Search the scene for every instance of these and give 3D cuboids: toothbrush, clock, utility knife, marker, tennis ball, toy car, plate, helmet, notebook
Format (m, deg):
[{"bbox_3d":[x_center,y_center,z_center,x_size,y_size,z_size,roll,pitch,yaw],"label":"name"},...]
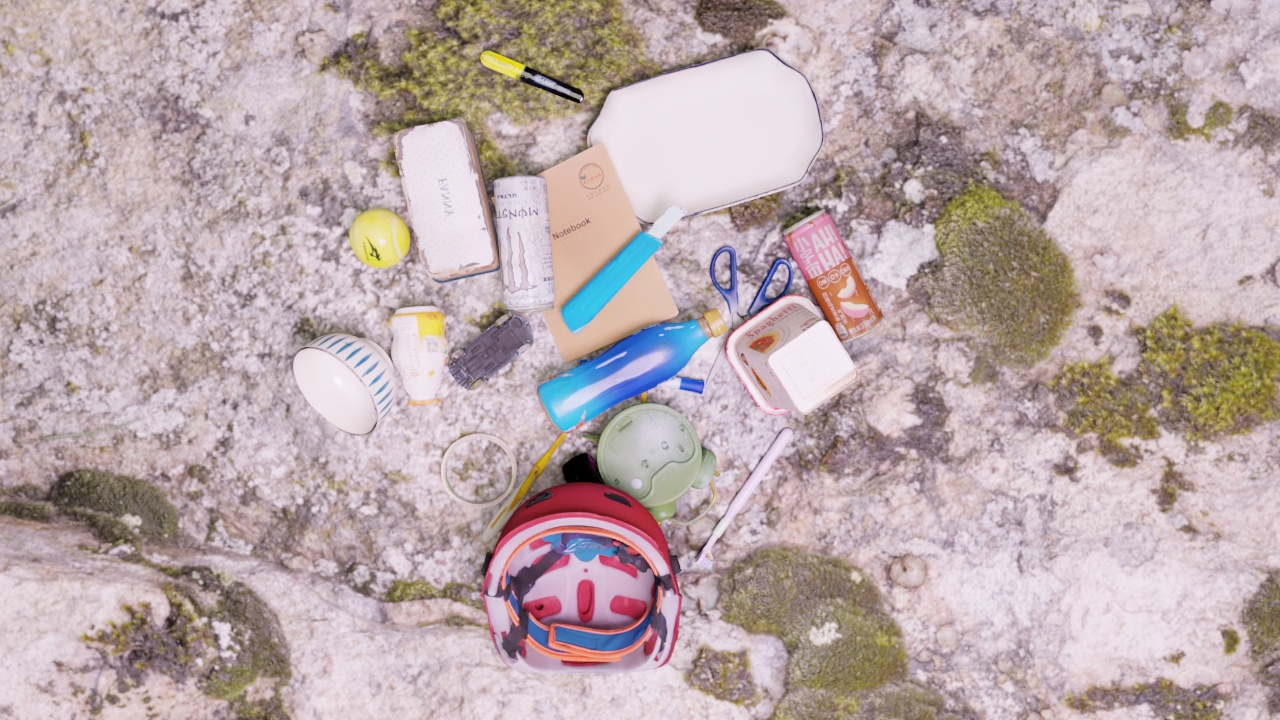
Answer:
[{"bbox_3d":[0.122,0.158,1.064,0.021,0.029,0.189,33,89,34],"label":"toothbrush"},{"bbox_3d":[0.020,0.117,1.039,0.116,0.056,0.161,-40,93,0],"label":"clock"},{"bbox_3d":[-0.019,-0.102,1.008,0.034,0.018,0.188,44,106,-8],"label":"utility knife"},{"bbox_3d":[0.002,0.018,1.054,0.146,0.017,0.017,10,91,-3],"label":"marker"},{"bbox_3d":[-0.122,-0.320,1.038,0.124,0.015,0.018,22,94,-5],"label":"marker"},{"bbox_3d":[-0.287,-0.134,1.011,0.065,0.065,0.065,0,92,-3],"label":"tennis ball"},{"bbox_3d":[-0.168,-0.011,1.038,0.105,0.031,0.049,-37,94,1],"label":"toy car"},{"bbox_3d":[0.073,-0.249,1.039,0.265,0.034,0.162,-17,93,-2],"label":"plate"},{"bbox_3d":[-0.061,0.214,0.978,0.207,0.143,0.240,-1,121,-1],"label":"helmet"},{"bbox_3d":[-0.123,0.132,1.052,0.016,0.018,0.191,37,90,-2],"label":"toothbrush"},{"bbox_3d":[-0.064,-0.118,1.031,0.148,0.008,0.207,-23,93,16],"label":"notebook"}]

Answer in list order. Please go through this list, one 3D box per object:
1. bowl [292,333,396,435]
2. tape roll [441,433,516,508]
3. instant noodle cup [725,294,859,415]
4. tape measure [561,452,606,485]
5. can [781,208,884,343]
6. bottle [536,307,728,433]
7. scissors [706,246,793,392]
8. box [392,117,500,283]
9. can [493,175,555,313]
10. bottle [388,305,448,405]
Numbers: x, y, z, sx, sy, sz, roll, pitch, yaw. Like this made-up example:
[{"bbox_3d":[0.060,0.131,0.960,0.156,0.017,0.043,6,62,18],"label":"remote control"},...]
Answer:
[{"bbox_3d":[-0.314,0.017,1.005,0.116,0.117,0.066,44,46,-3],"label":"bowl"},{"bbox_3d":[-0.185,0.126,1.051,0.086,0.014,0.086,0,92,-3],"label":"tape roll"},{"bbox_3d":[0.170,-0.001,1.001,0.116,0.124,0.116,-35,100,-3],"label":"instant noodle cup"},{"bbox_3d":[-0.064,0.136,1.035,0.039,0.057,0.057,-29,135,2],"label":"tape measure"},{"bbox_3d":[0.218,-0.095,1.039,0.058,0.058,0.147,-29,93,-1],"label":"can"},{"bbox_3d":[-0.006,0.006,1.010,0.219,0.065,0.065,-27,93,3],"label":"bottle"},{"bbox_3d":[0.122,-0.053,1.060,0.160,0.012,0.163,-25,95,-1],"label":"scissors"},{"bbox_3d":[-0.211,-0.170,1.018,0.090,0.061,0.184,-11,94,-2],"label":"box"},{"bbox_3d":[-0.127,-0.128,1.009,0.058,0.058,0.147,-4,99,-3],"label":"can"},{"bbox_3d":[-0.245,-0.005,1.019,0.063,0.063,0.108,-4,92,-3],"label":"bottle"}]
